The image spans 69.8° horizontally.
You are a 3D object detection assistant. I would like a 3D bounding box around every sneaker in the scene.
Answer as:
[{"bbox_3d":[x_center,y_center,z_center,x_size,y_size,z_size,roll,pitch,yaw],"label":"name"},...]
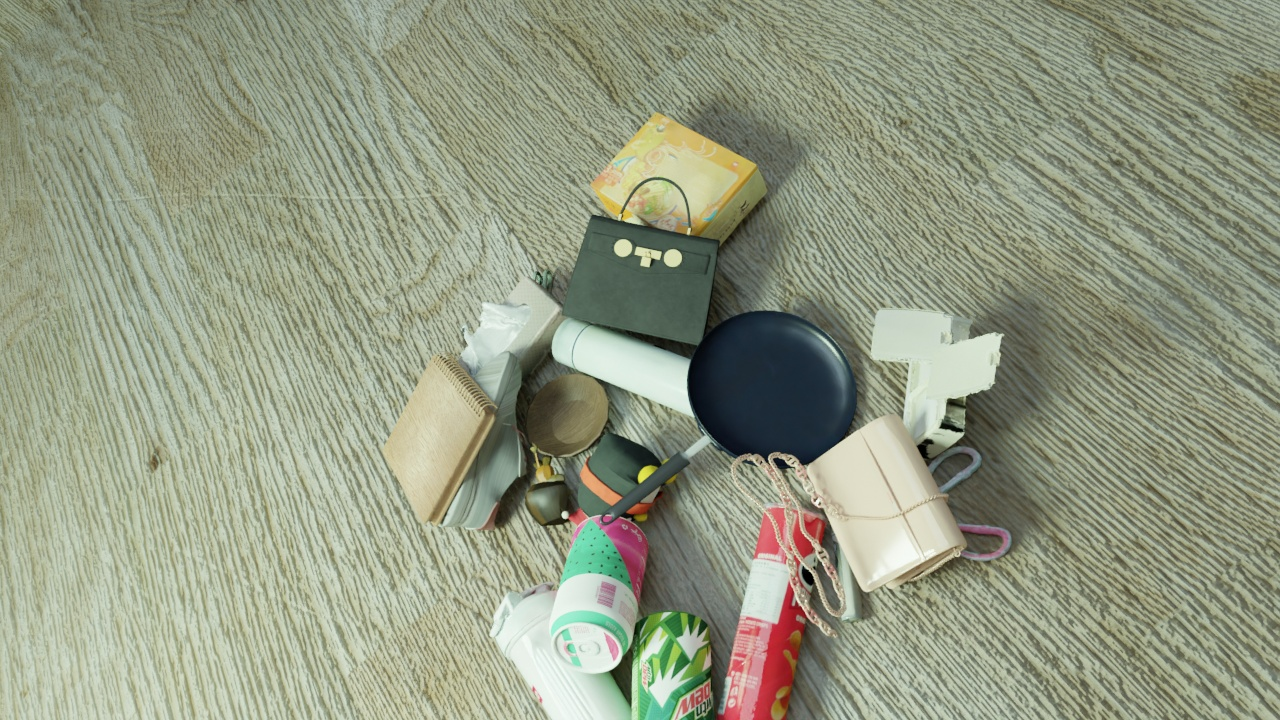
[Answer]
[{"bbox_3d":[-0.185,0.109,1.176,0.099,0.089,0.236,1,69,54],"label":"sneaker"}]

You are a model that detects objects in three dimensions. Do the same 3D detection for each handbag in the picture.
[{"bbox_3d":[0.012,-0.132,1.153,0.176,0.072,0.196,12,92,6],"label":"handbag"},{"bbox_3d":[0.217,0.151,0.907,0.117,0.187,0.198,-45,52,36],"label":"handbag"}]

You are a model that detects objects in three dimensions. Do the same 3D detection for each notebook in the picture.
[{"bbox_3d":[-0.262,0.092,1.187,0.169,0.022,0.210,-61,35,6],"label":"notebook"}]

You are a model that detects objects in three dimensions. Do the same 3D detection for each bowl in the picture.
[{"bbox_3d":[-0.090,0.076,1.186,0.118,0.030,0.117,-10,61,18],"label":"bowl"}]

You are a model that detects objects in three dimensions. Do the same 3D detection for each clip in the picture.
[{"bbox_3d":[-0.142,-0.094,1.303,0.047,0.023,0.076,-4,65,19],"label":"clip"}]

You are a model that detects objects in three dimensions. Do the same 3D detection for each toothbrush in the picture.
[{"bbox_3d":[0.032,-0.010,1.187,0.187,0.017,0.012,26,79,31],"label":"toothbrush"},{"bbox_3d":[0.218,0.191,1.001,0.024,0.022,0.185,-5,63,3],"label":"toothbrush"}]

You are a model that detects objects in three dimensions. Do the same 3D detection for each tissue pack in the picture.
[{"bbox_3d":[-0.185,-0.024,1.246,0.104,0.071,0.181,43,98,33],"label":"tissue pack"}]

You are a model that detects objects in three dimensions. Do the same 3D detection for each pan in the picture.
[{"bbox_3d":[0.093,0.077,1.048,0.355,0.021,0.198,-36,72,-18],"label":"pan"}]

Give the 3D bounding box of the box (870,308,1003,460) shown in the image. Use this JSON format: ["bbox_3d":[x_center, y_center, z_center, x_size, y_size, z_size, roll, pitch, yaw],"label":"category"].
[{"bbox_3d":[0.295,0.000,0.950,0.101,0.195,0.143,15,63,-4],"label":"box"}]

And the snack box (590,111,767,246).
[{"bbox_3d":[0.052,-0.230,1.256,0.195,0.080,0.145,37,83,33],"label":"snack box"}]

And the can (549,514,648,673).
[{"bbox_3d":[-0.044,0.249,0.999,0.088,0.088,0.165,-13,29,16],"label":"can"}]

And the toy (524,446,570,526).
[{"bbox_3d":[-0.117,0.155,1.139,0.076,0.062,0.100,-34,64,47],"label":"toy"}]

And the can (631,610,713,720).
[{"bbox_3d":[0.033,0.341,0.946,0.083,0.083,0.143,-14,46,16],"label":"can"}]

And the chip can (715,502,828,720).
[{"bbox_3d":[0.139,0.271,0.963,0.073,0.073,0.232,6,68,25],"label":"chip can"}]

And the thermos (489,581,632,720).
[{"bbox_3d":[-0.080,0.346,1.004,0.099,0.099,0.220,-40,60,-1],"label":"thermos"}]

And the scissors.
[{"bbox_3d":[0.310,0.154,0.988,0.173,0.014,0.158,3,66,28],"label":"scissors"}]

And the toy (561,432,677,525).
[{"bbox_3d":[-0.028,0.151,1.087,0.100,0.097,0.119,35,104,17],"label":"toy"}]

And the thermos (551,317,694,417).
[{"bbox_3d":[-0.007,0.007,1.166,0.230,0.068,0.067,21,74,31],"label":"thermos"}]
